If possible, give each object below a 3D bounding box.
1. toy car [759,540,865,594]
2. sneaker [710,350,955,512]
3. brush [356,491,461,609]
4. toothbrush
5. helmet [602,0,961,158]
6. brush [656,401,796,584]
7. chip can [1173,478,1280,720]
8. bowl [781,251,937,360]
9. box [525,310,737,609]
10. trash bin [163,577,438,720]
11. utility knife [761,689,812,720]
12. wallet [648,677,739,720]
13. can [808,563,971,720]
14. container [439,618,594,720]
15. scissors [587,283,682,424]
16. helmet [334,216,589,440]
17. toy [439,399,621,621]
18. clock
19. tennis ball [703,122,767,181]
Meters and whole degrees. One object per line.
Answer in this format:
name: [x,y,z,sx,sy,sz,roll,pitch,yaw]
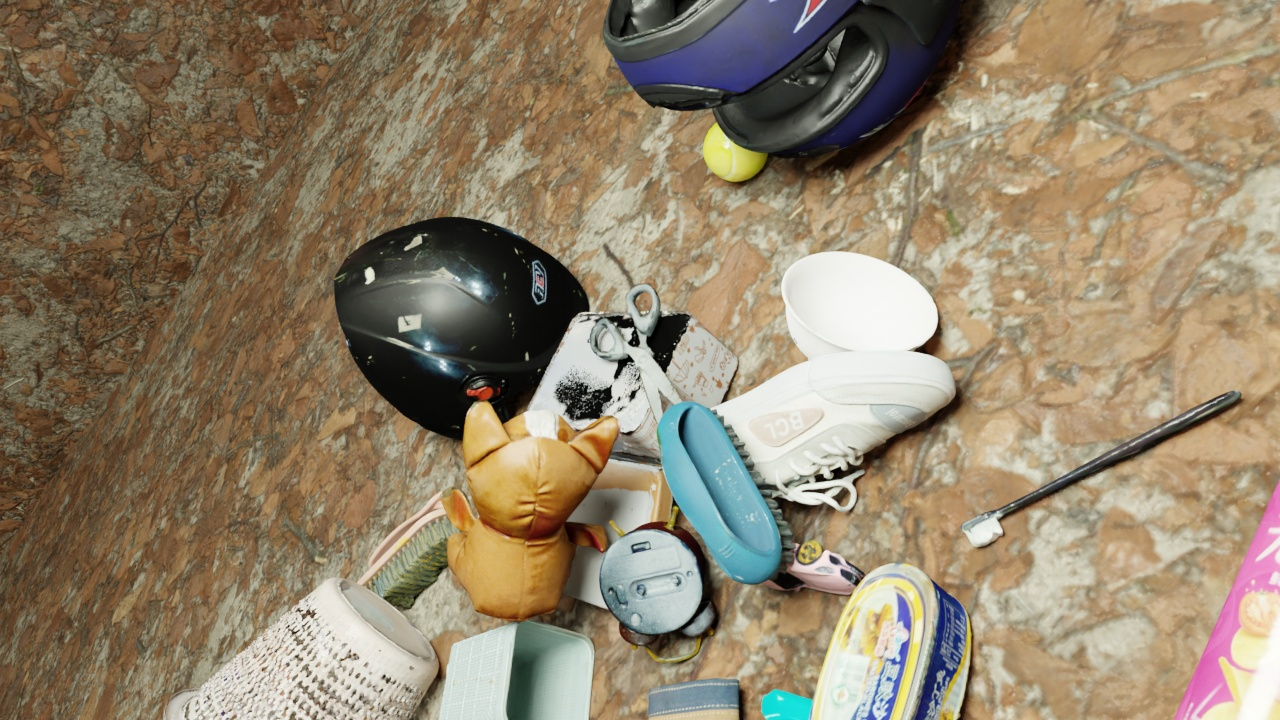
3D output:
toy car: [0.106,0.150,0.675,0.123,0.056,0.037,3,64,50]
sneaker: [0.120,0.066,0.689,0.243,0.089,0.090,-24,52,39]
brush: [-0.255,0.213,1.039,0.146,0.063,0.073,-47,49,15]
toothbrush: [0.279,0.068,0.565,0.181,0.015,0.018,-38,48,27]
helmet: [0.136,-0.293,0.780,0.248,0.240,0.315,15,66,51]
brush: [0.051,0.090,0.645,0.055,0.073,0.143,-41,59,25]
chip can: [0.323,0.112,0.437,0.071,0.071,0.210,21,83,53]
bowl: [0.161,-0.024,0.711,0.065,0.118,0.118,99,163,-44]
box: [-0.028,0.090,0.847,0.179,0.105,0.260,3,63,49]
trash bin: [-0.321,0.338,0.928,0.192,0.227,0.228,-50,36,-9]
utility knife: [0.139,0.245,0.609,0.152,0.013,0.029,-3,61,51]
wallet: [0.039,0.296,0.673,0.090,0.033,0.115,-27,48,40]
can: [0.154,0.202,0.571,0.075,0.049,0.148,-3,55,49]
container: [-0.112,0.287,0.807,0.112,0.090,0.089,-26,48,40]
scissors: [0.005,-0.008,0.791,0.169,0.014,0.156,2,61,49]
helmet: [-0.207,-0.053,1.047,0.275,0.230,0.233,-14,55,19]
toy: [-0.093,0.114,0.753,0.130,0.140,0.200,-107,22,-48]
clock: [0.015,0.182,0.731,0.082,0.055,0.122,-14,90,10]
tennis ball: [0.096,-0.213,0.925,0.066,0.065,0.065,-28,47,34]
